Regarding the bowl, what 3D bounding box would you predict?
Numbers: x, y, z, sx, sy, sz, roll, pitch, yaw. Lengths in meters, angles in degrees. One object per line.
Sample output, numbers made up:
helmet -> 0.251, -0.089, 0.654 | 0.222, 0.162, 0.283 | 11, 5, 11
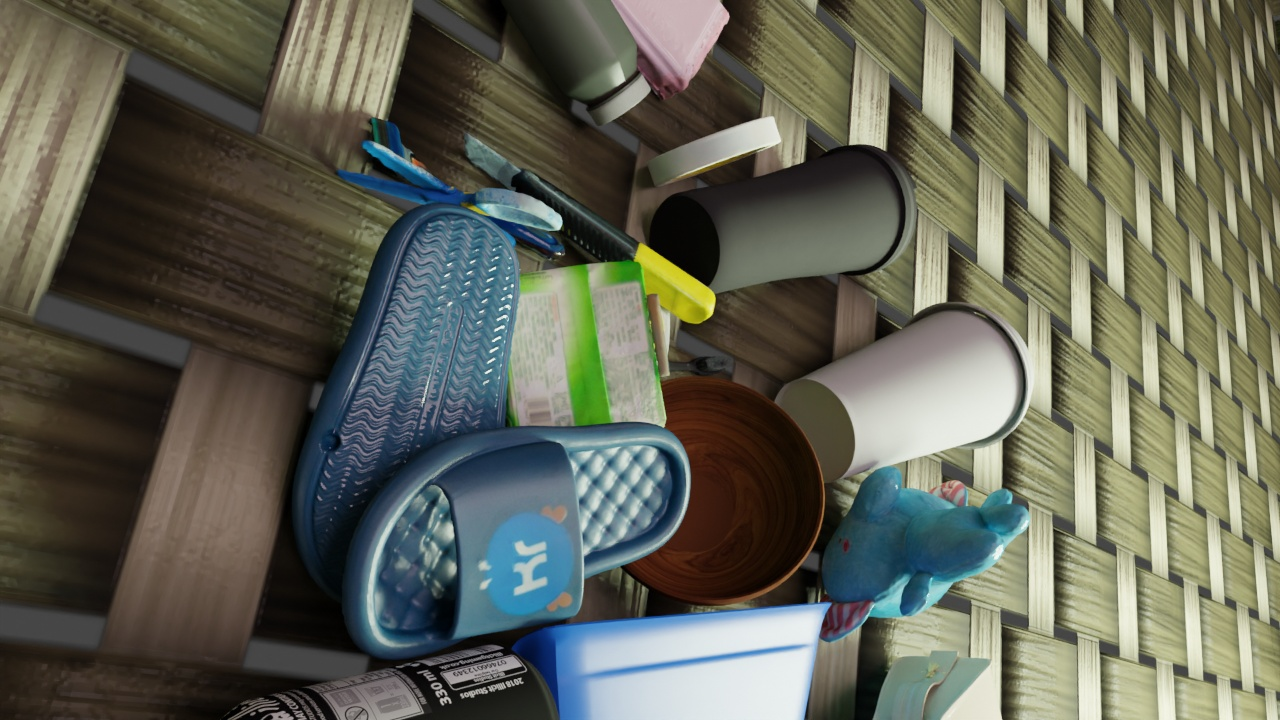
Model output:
bowl -> 0.037, 0.090, 0.589 | 0.147, 0.069, 0.147 | 3, 61, -5

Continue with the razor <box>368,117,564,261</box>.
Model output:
razor -> -0.100, -0.092, 0.542 | 0.141, 0.018, 0.043 | 30, 26, -38

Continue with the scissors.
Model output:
scissors -> -0.098, -0.084, 0.491 | 0.125, 0.125, 0.016 | 30, 68, -54

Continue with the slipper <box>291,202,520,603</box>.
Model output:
slipper -> -0.121, 0.023, 0.472 | 0.103, 0.059, 0.213 | 14, 86, -37

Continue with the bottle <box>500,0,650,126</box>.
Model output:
bottle -> -0.040, -0.210, 0.594 | 0.108, 0.060, 0.060 | 54, 50, -21

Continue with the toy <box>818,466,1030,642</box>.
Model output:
toy -> 0.204, 0.134, 0.689 | 0.183, 0.181, 0.115 | -36, 83, -28

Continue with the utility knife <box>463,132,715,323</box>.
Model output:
utility knife -> -0.031, -0.082, 0.583 | 0.197, 0.029, 0.020 | 33, 49, -24

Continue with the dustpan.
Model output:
dustpan -> 0.012, 0.270, 0.527 | 0.245, 0.060, 0.257 | 11, 82, -44

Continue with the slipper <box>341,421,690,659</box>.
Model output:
slipper -> -0.048, 0.081, 0.462 | 0.213, 0.059, 0.104 | -13, 106, -41

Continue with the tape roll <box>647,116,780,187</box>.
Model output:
tape roll -> 0.051, -0.146, 0.645 | 0.093, 0.094, 0.019 | -27, 101, -43

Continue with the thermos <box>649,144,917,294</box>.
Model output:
thermos -> 0.110, -0.103, 0.695 | 0.218, 0.106, 0.106 | -17, 94, -39

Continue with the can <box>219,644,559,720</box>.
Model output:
can -> -0.111, 0.176, 0.396 | 0.145, 0.080, 0.080 | 2, 80, -44

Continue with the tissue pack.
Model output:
tissue pack -> -0.036, -0.002, 0.549 | 0.099, 0.034, 0.114 | -7, 85, -15

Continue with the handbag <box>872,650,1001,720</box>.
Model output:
handbag -> 0.219, 0.342, 0.684 | 0.197, 0.101, 0.194 | -12, 92, -57

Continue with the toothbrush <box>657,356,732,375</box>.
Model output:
toothbrush -> -0.004, 0.004, 0.618 | 0.187, 0.017, 0.014 | -1, 76, -43

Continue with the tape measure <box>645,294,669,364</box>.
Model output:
tape measure -> -0.010, -0.024, 0.605 | 0.065, 0.017, 0.064 | 24, 57, -30

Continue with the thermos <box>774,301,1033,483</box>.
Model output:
thermos -> 0.214, 0.030, 0.756 | 0.221, 0.132, 0.131 | -15, 92, -37

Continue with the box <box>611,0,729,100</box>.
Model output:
box -> -0.033, -0.297, 0.640 | 0.233, 0.041, 0.098 | 42, 63, -30
